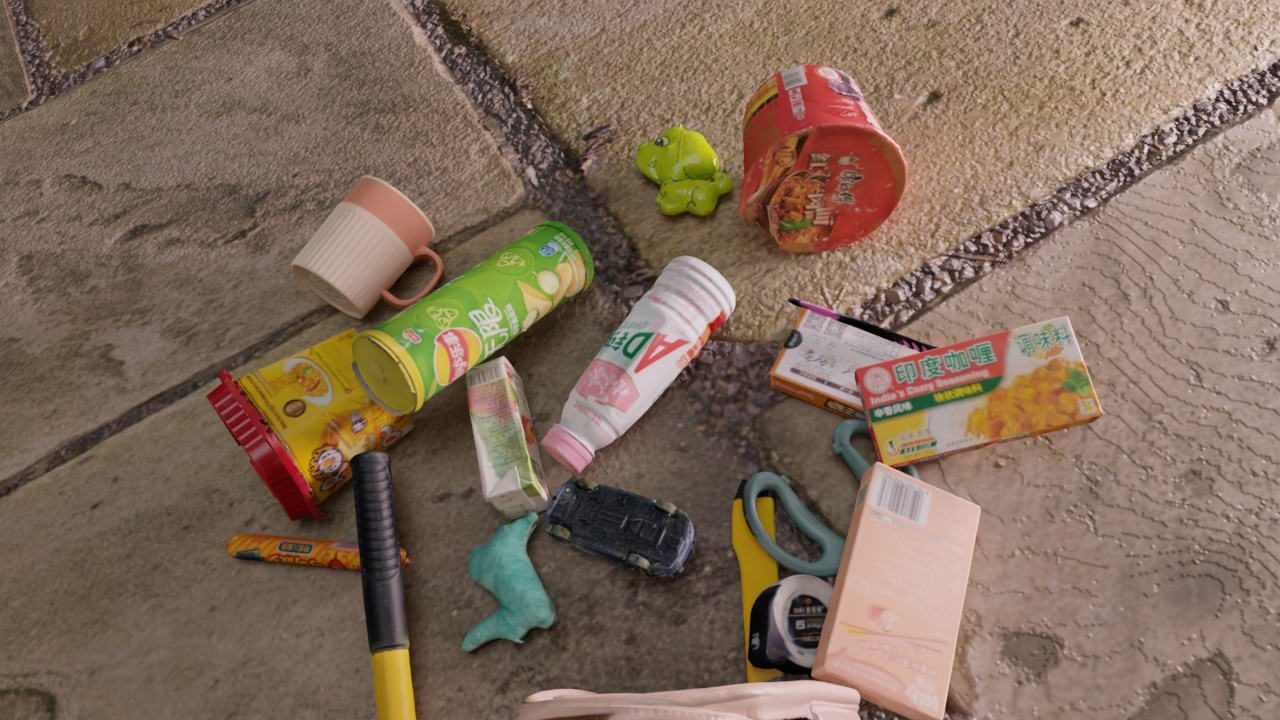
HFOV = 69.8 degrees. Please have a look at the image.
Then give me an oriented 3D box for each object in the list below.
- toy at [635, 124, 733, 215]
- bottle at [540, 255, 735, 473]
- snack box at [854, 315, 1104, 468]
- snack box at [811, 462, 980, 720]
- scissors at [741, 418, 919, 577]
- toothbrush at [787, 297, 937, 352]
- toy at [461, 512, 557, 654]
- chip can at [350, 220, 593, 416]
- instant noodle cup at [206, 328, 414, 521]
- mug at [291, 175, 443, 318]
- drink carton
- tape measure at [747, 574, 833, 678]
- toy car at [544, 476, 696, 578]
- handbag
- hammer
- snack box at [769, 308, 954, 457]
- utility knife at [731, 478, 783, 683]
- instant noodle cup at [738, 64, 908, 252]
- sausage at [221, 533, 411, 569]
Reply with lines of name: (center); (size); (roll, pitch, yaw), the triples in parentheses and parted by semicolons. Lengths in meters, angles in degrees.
toy: (0.041, -0.178, 0.863); (0.097, 0.031, 0.100); (3, 65, 12)
bottle: (-0.004, 0.004, 0.747); (0.068, 0.068, 0.196); (33, 74, 25)
snack box: (0.243, 0.025, 0.670); (0.156, 0.027, 0.077); (-15, 72, 8)
snack box: (0.176, 0.154, 0.624); (0.084, 0.026, 0.157); (24, 61, 0)
scissors: (0.145, 0.128, 0.666); (0.171, 0.019, 0.176); (-10, 64, -7)
toothbrush: (0.202, -0.015, 0.717); (0.189, 0.014, 0.017); (21, 74, 20)
toy: (-0.100, 0.172, 0.687); (0.096, 0.030, 0.092); (-35, 58, -3)
chip can: (-0.128, -0.042, 0.749); (0.072, 0.073, 0.220); (29, 46, 24)
instant noodle cup: (-0.262, 0.047, 0.747); (0.123, 0.116, 0.116); (-34, 60, -23)
mug: (-0.243, -0.094, 0.844); (0.114, 0.082, 0.105); (36, 71, -5)
drink carton: (-0.110, 0.063, 0.737); (0.045, 0.053, 0.122); (-18, 58, 1)
tape measure: (0.109, 0.182, 0.628); (0.065, 0.034, 0.065); (18, 61, -13)
toy car: (-0.016, 0.127, 0.695); (0.121, 0.037, 0.054); (14, 64, 28)
handbag: (0.018, 0.214, 0.513); (0.193, 0.234, 0.093); (-8, 59, 17)
hammer: (-0.182, 0.209, 0.662); (0.129, 0.033, 0.300); (-14, 66, 2)
snack box: (0.187, 0.013, 0.728); (0.154, 0.026, 0.075); (22, 66, 20)
utility knife: (0.084, 0.186, 0.652); (0.033, 0.015, 0.215); (-6, 60, 11)
instant noodle cup: (0.150, -0.179, 0.788); (0.138, 0.138, 0.108); (-8, 51, 6)
sausage: (-0.259, 0.153, 0.731); (0.165, 0.021, 0.021); (2, 61, 12)
